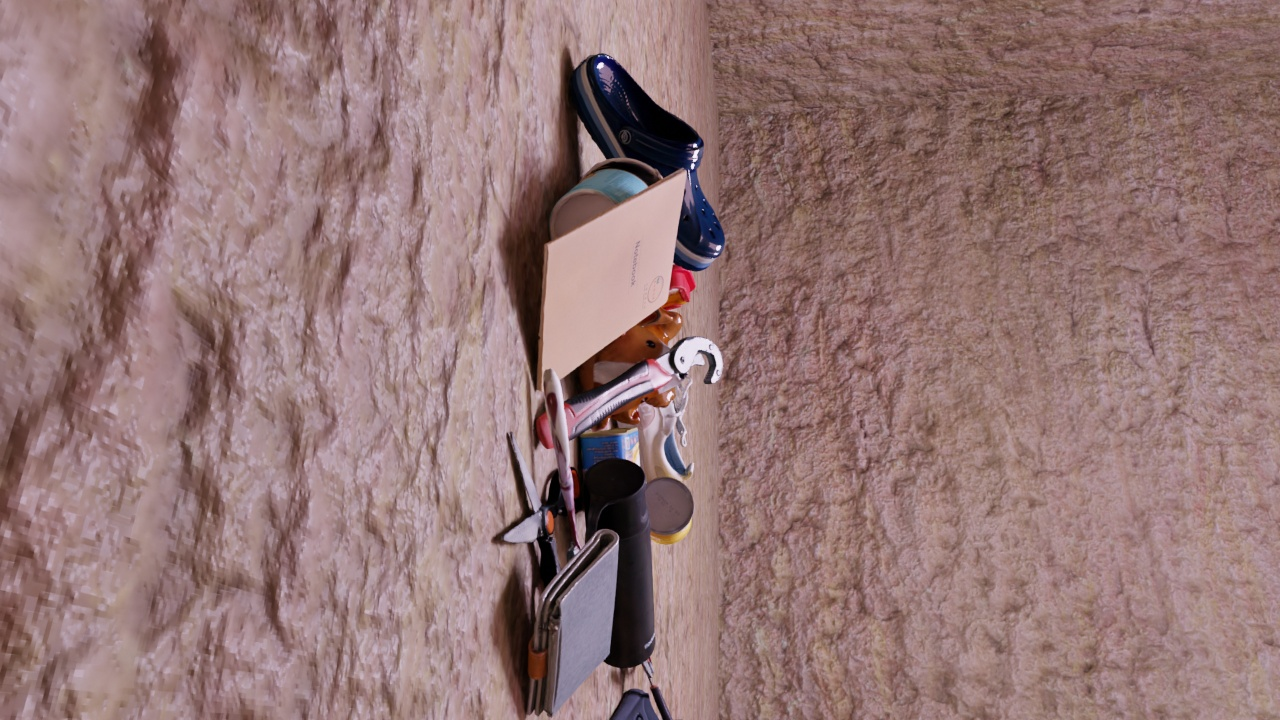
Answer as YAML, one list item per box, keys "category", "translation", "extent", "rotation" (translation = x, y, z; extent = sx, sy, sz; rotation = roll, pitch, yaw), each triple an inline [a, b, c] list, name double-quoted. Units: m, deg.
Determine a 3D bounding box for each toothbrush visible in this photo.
- category: "toothbrush"
  translation: [-0.067, 0.099, 0.788]
  extent: [0.017, 0.016, 0.187]
  rotation: [-31, 115, -70]

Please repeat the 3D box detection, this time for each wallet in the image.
- category: "wallet"
  translation: [-0.058, 0.215, 0.745]
  extent: [0.106, 0.037, 0.130]
  rotation: [-36, 140, -51]

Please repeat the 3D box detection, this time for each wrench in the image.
- category: "wrench"
  translation: [-0.003, 0.026, 0.888]
  extent: [0.272, 0.016, 0.056]
  rotation: [-22, 99, -47]

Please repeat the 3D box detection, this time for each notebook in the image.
- category: "notebook"
  translation: [-0.024, -0.076, 0.827]
  extent: [0.207, 0.008, 0.148]
  rotation: [-38, 145, -45]

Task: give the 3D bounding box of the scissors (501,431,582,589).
- category: "scissors"
  translation: [-0.081, 0.145, 0.788]
  extent: [0.231, 0.022, 0.221]
  rotation: [-69, 151, -71]

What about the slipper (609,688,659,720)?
- category: "slipper"
  translation: [0.007, 0.470, 1.101]
  extent: [0.268, 0.083, 0.110]
  rotation: [-13, 100, -83]

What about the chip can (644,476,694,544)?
- category: "chip can"
  translation: [0.033, 0.197, 1.181]
  extent: [0.213, 0.072, 0.072]
  rotation: [83, 8, -77]

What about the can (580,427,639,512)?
- category: "can"
  translation: [-0.031, 0.117, 0.993]
  extent: [0.102, 0.057, 0.083]
  rotation: [8, 78, -82]

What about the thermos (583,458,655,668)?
- category: "thermos"
  translation: [-0.028, 0.216, 0.929]
  extent: [0.089, 0.068, 0.243]
  rotation: [-46, 143, -44]

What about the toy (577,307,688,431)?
- category: "toy"
  translation: [-0.006, 0.006, 1.000]
  extent: [0.199, 0.131, 0.140]
  rotation: [-8, 102, -72]

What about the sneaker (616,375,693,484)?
- category: "sneaker"
  translation: [0.018, 0.053, 1.169]
  extent: [0.089, 0.091, 0.242]
  rotation: [-60, 144, -63]

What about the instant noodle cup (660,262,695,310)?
- category: "instant noodle cup"
  translation: [-0.005, -0.121, 1.054]
  extent: [0.116, 0.117, 0.124]
  rotation: [45, 33, -77]

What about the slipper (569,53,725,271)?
- category: "slipper"
  translation: [0.024, -0.219, 0.971]
  extent: [0.253, 0.095, 0.104]
  rotation: [57, 38, -6]

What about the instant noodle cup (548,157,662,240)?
- category: "instant noodle cup"
  translation: [-0.032, -0.137, 0.893]
  extent: [0.120, 0.111, 0.111]
  rotation: [-47, 135, -66]

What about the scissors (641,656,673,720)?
- category: "scissors"
  translation: [0.014, 0.414, 1.194]
  extent: [0.223, 0.015, 0.189]
  rotation: [81, -14, -71]
